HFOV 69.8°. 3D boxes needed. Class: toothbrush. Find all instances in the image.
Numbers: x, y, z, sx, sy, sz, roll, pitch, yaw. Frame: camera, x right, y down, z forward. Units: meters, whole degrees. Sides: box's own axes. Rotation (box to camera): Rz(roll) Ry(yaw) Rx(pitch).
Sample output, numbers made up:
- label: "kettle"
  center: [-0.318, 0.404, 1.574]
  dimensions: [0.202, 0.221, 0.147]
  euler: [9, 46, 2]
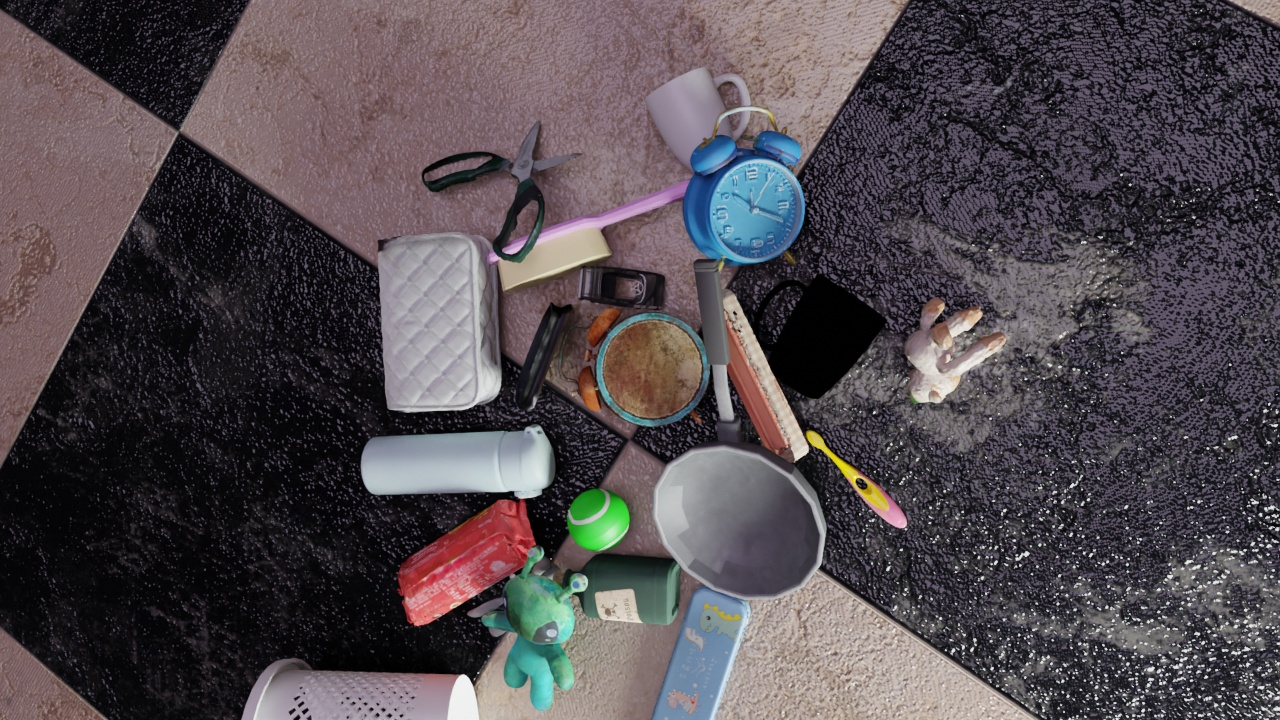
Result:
- label: "toothbrush"
  center: [0.218, 0.119, 0.931]
  dimensions: [0.135, 0.016, 0.021]
  euler: [45, 97, 7]

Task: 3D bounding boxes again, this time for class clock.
- label: "clock"
  center: [0.103, -0.167, 0.901]
  dimensions: [0.116, 0.060, 0.161]
  euler: [-11, 107, -13]
- label: "clock"
  center: [-0.006, 0.005, 0.947]
  dimensions: [0.157, 0.073, 0.121]
  euler: [12, 90, 0]

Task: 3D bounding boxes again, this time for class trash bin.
- label: "trash bin"
  center: [-0.284, 0.410, 0.971]
  dimensions: [0.199, 0.195, 0.195]
  euler: [-6, 89, 3]

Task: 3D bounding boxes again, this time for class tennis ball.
- label: "tennis ball"
  center: [-0.044, 0.167, 0.964]
  dimensions: [0.065, 0.065, 0.065]
  euler: [0, 90, 13]

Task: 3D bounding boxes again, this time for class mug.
- label: "mug"
  center: [0.071, -0.248, 0.940]
  dimensions: [0.107, 0.071, 0.089]
  euler: [-28, 96, -16]
- label: "mug"
  center: [0.165, -0.027, 0.901]
  dimensions: [0.112, 0.084, 0.104]
  euler: [30, 105, -10]

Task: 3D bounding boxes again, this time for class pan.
- label: "pan"
  center: [0.087, 0.072, 0.882]
  dimensions: [0.179, 0.041, 0.358]
  euler: [2, 115, 26]

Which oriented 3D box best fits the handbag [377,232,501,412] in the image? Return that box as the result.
- label: "handbag"
  center: [-0.219, -0.041, 1.000]
  dimensions: [0.139, 0.072, 0.195]
  euler: [-1, 91, 22]

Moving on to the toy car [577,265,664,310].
- label: "toy car"
  center: [-0.018, -0.076, 0.956]
  dimensions: [0.092, 0.037, 0.040]
  euler: [6, 90, -20]

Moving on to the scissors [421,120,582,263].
- label: "scissors"
  center: [-0.159, -0.178, 0.969]
  dimensions: [0.202, 0.015, 0.201]
  euler: [-4, 54, 23]

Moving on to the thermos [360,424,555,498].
- label: "thermos"
  center: [-0.196, 0.112, 0.998]
  dimensions: [0.207, 0.065, 0.078]
  euler: [-3, 90, 13]

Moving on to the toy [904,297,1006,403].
- label: "toy"
  center: [0.293, 0.001, 0.883]
  dimensions: [0.074, 0.085, 0.106]
  euler: [11, 116, -17]

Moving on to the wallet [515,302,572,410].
- label: "wallet"
  center: [-0.104, -0.008, 0.962]
  dimensions: [0.026, 0.089, 0.115]
  euler: [21, 95, -8]

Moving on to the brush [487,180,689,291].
- label: "brush"
  center: [-0.046, -0.127, 0.951]
  dimensions: [0.229, 0.089, 0.043]
  euler: [-19, 91, 11]

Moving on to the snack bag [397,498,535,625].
- label: "snack bag"
  center: [-0.192, 0.219, 0.990]
  dimensions: [0.176, 0.082, 0.082]
  euler: [-33, 83, 10]

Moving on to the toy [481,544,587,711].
- label: "toy"
  center: [-0.106, 0.282, 0.959]
  dimensions: [0.131, 0.072, 0.194]
  euler: [29, 125, 28]

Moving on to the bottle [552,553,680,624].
- label: "bottle"
  center: [-0.027, 0.237, 0.962]
  dimensions: [0.131, 0.061, 0.061]
  euler: [2, 93, 13]

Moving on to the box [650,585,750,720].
- label: "box"
  center: [0.056, 0.339, 0.959]
  dimensions: [0.066, 0.037, 0.209]
  euler: [19, 94, 14]

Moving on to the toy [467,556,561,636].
- label: "toy"
  center: [-0.136, 0.258, 1.004]
  dimensions: [0.112, 0.030, 0.049]
  euler: [-41, 110, 7]

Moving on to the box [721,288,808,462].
- label: "box"
  center: [0.110, 0.017, 0.914]
  dimensions: [0.048, 0.085, 0.187]
  euler: [-26, 94, -15]
